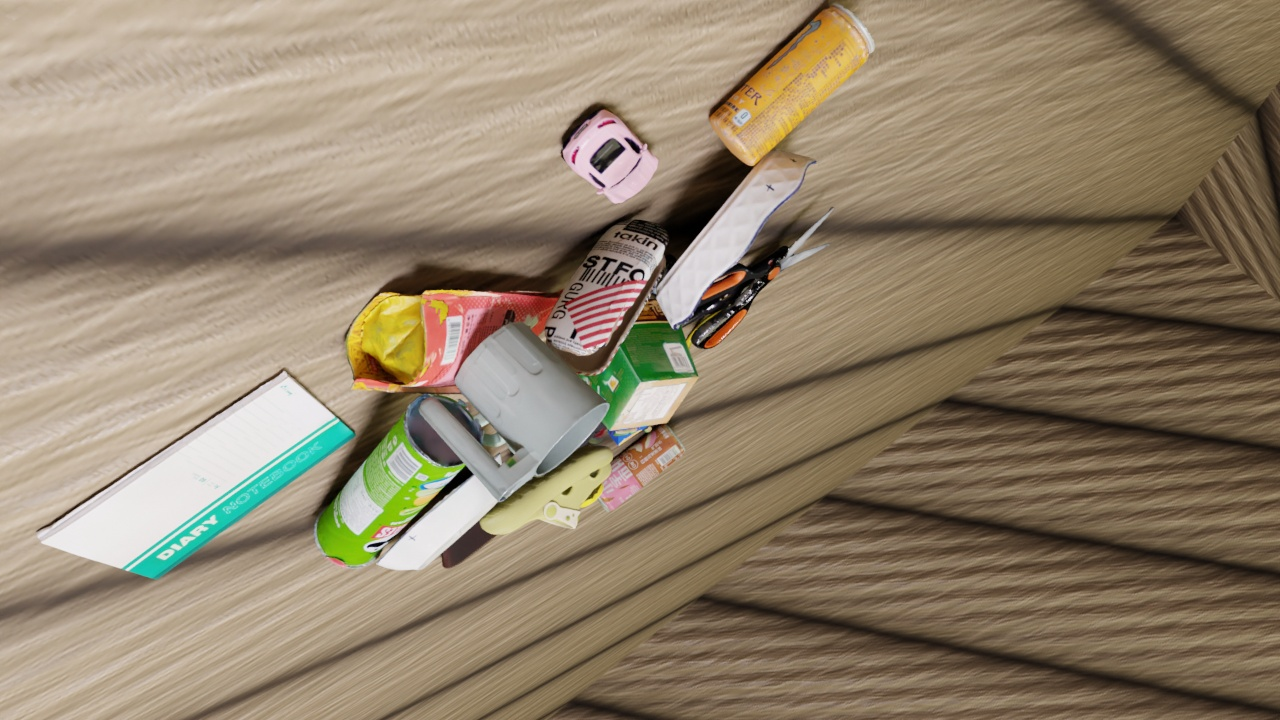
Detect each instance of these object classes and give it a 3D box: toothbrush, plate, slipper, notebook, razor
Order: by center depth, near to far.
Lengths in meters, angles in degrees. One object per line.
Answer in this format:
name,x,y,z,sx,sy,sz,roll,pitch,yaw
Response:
notebook,-0.347,0.098,0.748,0.209,0.012,0.150,-36,159,-10
plate,0.084,-0.120,0.881,0.205,0.045,0.205,-50,-179,1
plate,-0.203,0.172,0.977,0.161,0.034,0.266,-41,178,-17
toothbrush,0.095,-0.073,1.106,0.212,0.026,0.027,-33,178,-8
slipper,-0.110,0.173,1.137,0.190,0.081,0.092,-31,-164,-32
razor,0.078,-0.030,1.155,0.043,0.028,0.133,-36,167,-49

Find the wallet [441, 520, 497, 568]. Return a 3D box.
wallet,-0.214,0.213,1.173,0.096,0.020,0.123,-33,157,-28

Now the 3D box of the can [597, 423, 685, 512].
can,-0.006,0.156,1.340,0.147,0.058,0.058,-37,158,-6

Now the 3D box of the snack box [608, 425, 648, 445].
snack box,-0.002,0.050,1.184,0.084,0.026,0.157,-33,157,-17

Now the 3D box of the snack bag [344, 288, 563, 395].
snack bag,-0.147,-0.015,0.787,0.129,0.073,0.207,-50,161,19

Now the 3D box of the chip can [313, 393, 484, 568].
chip can,-0.223,0.114,0.826,0.072,0.072,0.237,-17,161,-45

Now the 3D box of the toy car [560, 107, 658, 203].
toy car,-0.020,-0.160,0.740,0.056,0.037,0.122,-42,159,11

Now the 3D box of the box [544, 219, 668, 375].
box,-0.031,-0.055,0.824,0.079,0.074,0.163,81,30,-54

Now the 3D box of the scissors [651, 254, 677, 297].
scissors,0.027,-0.062,1.021,0.159,0.014,0.172,-42,156,-2

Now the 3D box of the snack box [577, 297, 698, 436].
snack box,-0.006,0.006,0.961,0.118,0.105,0.118,-6,142,-37

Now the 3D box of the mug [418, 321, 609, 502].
mug,-0.103,0.040,0.746,0.123,0.103,0.084,-38,166,-33

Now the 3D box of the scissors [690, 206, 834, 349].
scissors,0.132,-0.093,1.074,0.220,0.021,0.224,-12,143,-45

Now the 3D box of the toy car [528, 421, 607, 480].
toy car,-0.093,0.090,1.096,0.155,0.041,0.071,-32,157,-25

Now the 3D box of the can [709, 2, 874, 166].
can,0.131,-0.239,0.799,0.146,0.058,0.058,-43,158,7

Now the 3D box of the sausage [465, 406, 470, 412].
sausage,-0.225,0.102,0.939,0.156,0.020,0.020,-45,158,12

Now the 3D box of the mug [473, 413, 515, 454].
mug,-0.120,0.059,0.946,0.111,0.082,0.106,-23,156,-10
